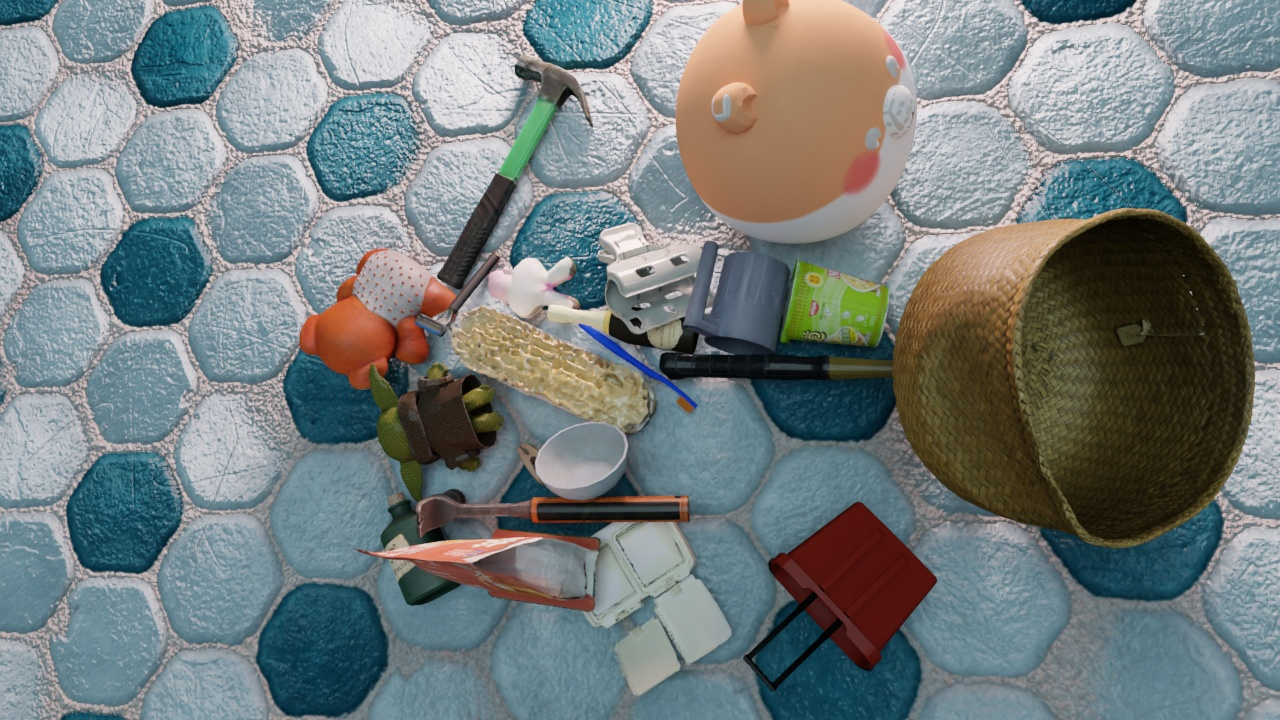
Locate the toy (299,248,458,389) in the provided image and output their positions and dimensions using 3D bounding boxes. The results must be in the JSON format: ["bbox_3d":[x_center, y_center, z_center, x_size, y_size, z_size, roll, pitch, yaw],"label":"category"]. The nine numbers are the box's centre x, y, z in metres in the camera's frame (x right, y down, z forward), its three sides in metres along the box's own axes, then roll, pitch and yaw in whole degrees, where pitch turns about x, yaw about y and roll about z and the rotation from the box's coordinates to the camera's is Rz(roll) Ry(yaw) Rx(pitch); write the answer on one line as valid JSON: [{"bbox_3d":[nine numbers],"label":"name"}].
[{"bbox_3d":[-0.333,-0.052,1.160,0.164,0.093,0.172,33,74,14],"label":"toy"}]

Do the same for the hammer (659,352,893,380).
[{"bbox_3d":[0.185,0.008,1.029,0.333,0.118,0.025,1,75,18],"label":"hammer"}]

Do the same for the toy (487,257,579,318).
[{"bbox_3d":[-0.134,-0.092,1.147,0.123,0.038,0.079,5,92,13],"label":"toy"}]

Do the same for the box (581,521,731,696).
[{"bbox_3d":[0.005,0.264,1.036,0.143,0.050,0.184,-35,72,3],"label":"box"}]

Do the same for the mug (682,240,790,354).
[{"bbox_3d":[0.109,-0.070,1.052,0.084,0.123,0.104,-2,71,56],"label":"mug"}]

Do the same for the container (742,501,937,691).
[{"bbox_3d":[0.192,0.259,0.956,0.200,0.127,0.148,-41,73,-9],"label":"container"}]

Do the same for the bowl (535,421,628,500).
[{"bbox_3d":[-0.061,0.118,1.024,0.106,0.039,0.106,-11,36,8],"label":"bowl"}]

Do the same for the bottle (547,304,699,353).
[{"bbox_3d":[-0.023,-0.044,1.103,0.185,0.045,0.045,9,80,10],"label":"bottle"}]

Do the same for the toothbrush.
[{"bbox_3d":[-0.007,0.006,1.110,0.182,0.016,0.018,35,92,16],"label":"toothbrush"}]

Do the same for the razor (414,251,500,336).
[{"bbox_3d":[-0.221,-0.084,1.149,0.043,0.022,0.144,26,59,17],"label":"razor"}]

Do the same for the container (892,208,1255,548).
[{"bbox_3d":[0.403,0.009,0.882,0.306,0.197,0.307,-1,93,-25],"label":"container"}]

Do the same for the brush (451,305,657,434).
[{"bbox_3d":[-0.106,0.012,1.108,0.271,0.056,0.083,25,87,16],"label":"brush"}]

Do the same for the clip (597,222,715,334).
[{"bbox_3d":[0.010,-0.113,1.081,0.125,0.096,0.152,-20,65,-28],"label":"clip"}]

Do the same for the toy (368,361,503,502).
[{"bbox_3d":[-0.244,0.075,1.112,0.153,0.078,0.179,-15,98,13],"label":"toy"}]

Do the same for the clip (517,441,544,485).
[{"bbox_3d":[-0.129,0.127,1.108,0.061,0.024,0.041,29,83,24],"label":"clip"}]

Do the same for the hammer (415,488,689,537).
[{"bbox_3d":[-0.102,0.170,1.030,0.315,0.137,0.035,-2,92,11],"label":"hammer"}]

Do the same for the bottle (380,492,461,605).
[{"bbox_3d":[-0.269,0.220,1.096,0.061,0.061,0.131,-28,74,3],"label":"bottle"}]

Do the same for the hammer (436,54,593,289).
[{"bbox_3d":[-0.172,-0.238,1.190,0.130,0.032,0.318,27,86,15],"label":"hammer"}]

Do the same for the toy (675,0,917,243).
[{"bbox_3d":[0.166,-0.267,0.998,0.266,0.280,0.262,11,80,34],"label":"toy"}]

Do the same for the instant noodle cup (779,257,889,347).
[{"bbox_3d":[0.220,-0.060,1.040,0.108,0.099,0.099,11,80,6],"label":"instant noodle cup"}]

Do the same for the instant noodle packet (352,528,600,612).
[{"bbox_3d":[-0.171,0.218,0.974,0.165,0.220,0.084,-2,77,34],"label":"instant noodle packet"}]
